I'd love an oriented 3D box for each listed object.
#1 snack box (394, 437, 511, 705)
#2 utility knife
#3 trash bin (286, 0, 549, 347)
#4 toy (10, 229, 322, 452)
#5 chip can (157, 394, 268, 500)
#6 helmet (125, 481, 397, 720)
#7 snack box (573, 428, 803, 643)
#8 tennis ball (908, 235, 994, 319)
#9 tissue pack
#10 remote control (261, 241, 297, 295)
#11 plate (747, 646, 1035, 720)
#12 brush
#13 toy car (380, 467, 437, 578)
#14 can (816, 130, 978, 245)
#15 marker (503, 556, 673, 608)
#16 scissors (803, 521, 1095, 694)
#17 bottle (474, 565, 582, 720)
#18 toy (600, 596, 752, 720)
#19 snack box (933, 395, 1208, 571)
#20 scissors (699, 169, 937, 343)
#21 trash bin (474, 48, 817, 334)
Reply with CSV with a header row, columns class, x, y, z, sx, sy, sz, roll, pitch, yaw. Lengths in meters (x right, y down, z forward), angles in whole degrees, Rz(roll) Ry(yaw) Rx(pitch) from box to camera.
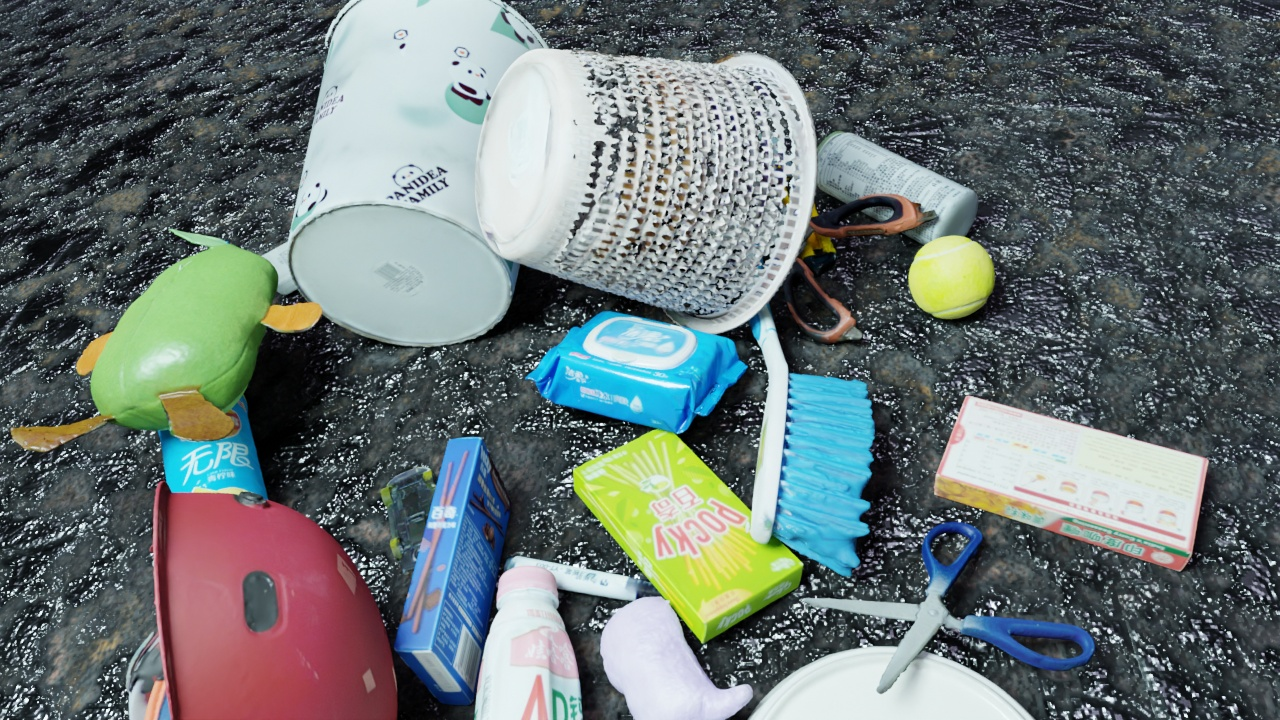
class,x,y,z,sx,sy,sz,roll,pitch,yaw
snack box,-0.122,0.139,0.620,0.026,0.085,0.156,-3,49,10
utility knife,0.142,-0.158,0.864,0.033,0.015,0.219,-11,48,-1
trash bin,-0.191,-0.165,0.820,0.230,0.230,0.251,-5,55,8
toy,-0.350,-0.014,0.711,0.227,0.090,0.246,-7,40,10
chip can,-0.323,0.107,0.703,0.071,0.071,0.210,-26,49,-10
helmet,-0.211,0.182,0.524,0.143,0.240,0.207,2,29,-29
snack box,0.029,0.114,0.635,0.085,0.026,0.156,-23,47,-26
tennis ball,0.246,-0.066,0.728,0.065,0.065,0.065,-6,49,7
tissue pack,-0.004,0.004,0.716,0.157,0.052,0.094,12,32,22
remote control,-0.310,-0.119,0.929,0.149,0.021,0.058,-34,51,-17
plate,0.140,0.248,0.494,0.205,0.046,0.204,-7,48,7
brush,0.116,0.011,0.689,0.109,0.061,0.313,10,46,5
toy car,-0.164,0.119,0.680,0.042,0.035,0.090,-20,48,-7
can,0.222,-0.152,0.812,0.058,0.058,0.147,-37,52,-19
marker,-0.032,0.152,0.634,0.131,0.018,0.022,6,41,17
scissors,0.186,0.149,0.552,0.176,0.012,0.162,14,33,10
bottle,-0.068,0.218,0.556,0.068,0.068,0.196,-10,44,3
toy,0.013,0.193,0.568,0.084,0.039,0.108,-46,46,8
snack box,0.288,0.078,0.619,0.156,0.027,0.076,17,55,25
scissors,0.142,-0.099,0.793,0.226,0.015,0.188,-1,63,33
trash bin,-0.011,-0.140,0.699,0.191,0.228,0.227,4,39,-33
